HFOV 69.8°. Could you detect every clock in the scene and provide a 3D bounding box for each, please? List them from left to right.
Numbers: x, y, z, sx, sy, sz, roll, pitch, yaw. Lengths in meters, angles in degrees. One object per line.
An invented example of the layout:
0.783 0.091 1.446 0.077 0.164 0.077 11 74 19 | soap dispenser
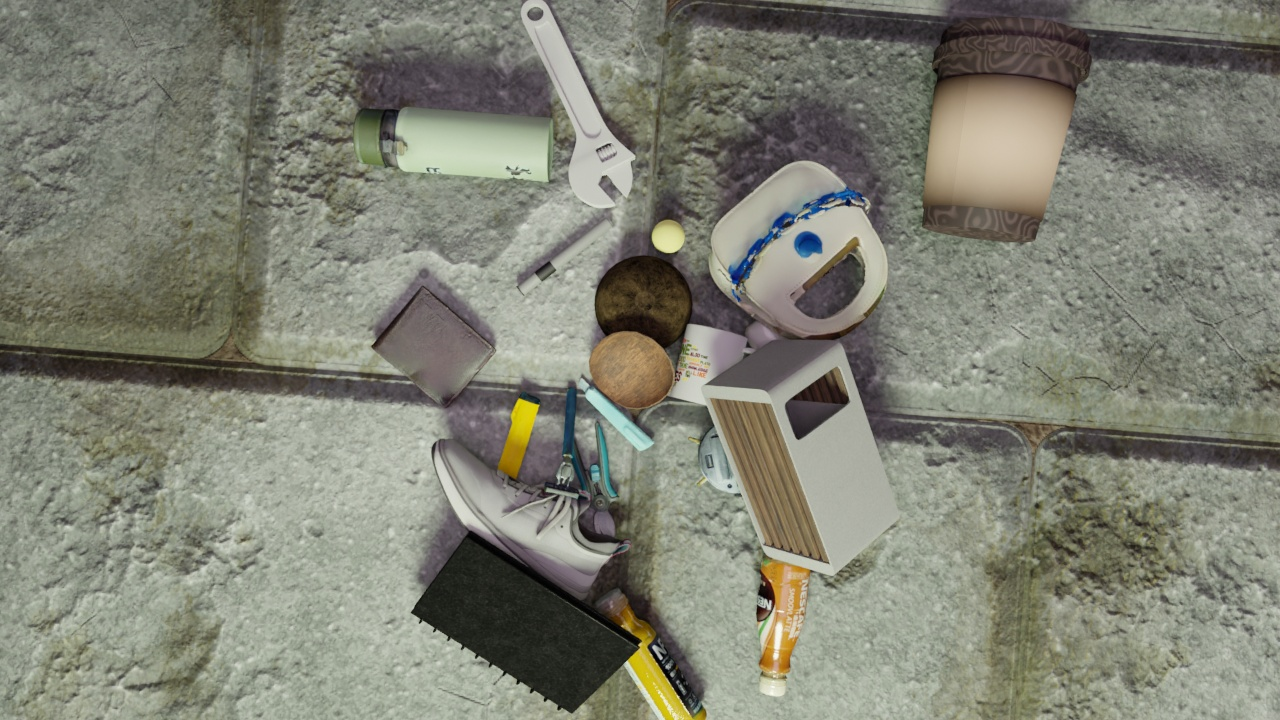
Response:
0.126 0.111 1.109 0.129 0.052 0.090 -10 89 -1 | clock

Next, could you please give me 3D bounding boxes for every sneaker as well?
-0.131 0.174 1.074 0.128 0.097 0.263 -42 98 -3 | sneaker

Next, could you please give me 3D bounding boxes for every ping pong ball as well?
0.034 -0.151 1.117 0.040 0.040 0.040 0 89 -2 | ping pong ball

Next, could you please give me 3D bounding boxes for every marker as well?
-0.093 -0.128 1.126 0.140 0.016 0.016 -38 90 -2 | marker

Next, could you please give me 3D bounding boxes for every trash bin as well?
0.181 0.105 1.032 0.114 0.115 0.229 -31 108 -29 | trash bin

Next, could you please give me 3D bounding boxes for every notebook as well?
-0.138 0.311 1.064 0.231 0.019 0.170 34 123 -6 | notebook

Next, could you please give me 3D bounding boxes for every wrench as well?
-0.088 -0.316 1.130 0.087 0.018 0.273 -27 88 0 | wrench

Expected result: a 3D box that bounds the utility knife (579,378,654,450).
-0.033 0.067 1.125 0.119 0.015 0.022 44 104 0 | utility knife

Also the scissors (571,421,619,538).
-0.052 0.145 1.121 0.132 0.019 0.148 34 88 0 | scissors

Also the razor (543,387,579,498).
-0.086 0.093 1.085 0.042 0.022 0.143 15 54 -18 | razor

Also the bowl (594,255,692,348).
0.004 -0.070 1.107 0.121 0.056 0.121 0 89 -1 | bowl

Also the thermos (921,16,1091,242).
0.414 -0.260 1.071 0.172 0.172 0.226 9 95 -1 | thermos

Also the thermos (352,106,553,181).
-0.222 -0.258 1.092 0.231 0.082 0.082 4 89 -2 | thermos

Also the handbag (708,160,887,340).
0.192 -0.119 1.070 0.200 0.093 0.199 -43 80 -11 | handbag

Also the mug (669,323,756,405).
0.095 0.012 1.094 0.105 0.073 0.089 14 89 15 | mug

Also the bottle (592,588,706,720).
0.009 0.361 1.102 0.053 0.053 0.186 -33 89 -2 | bottle

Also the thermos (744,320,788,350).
0.206 0.042 1.112 0.052 0.052 0.224 -35 90 -2 | thermos

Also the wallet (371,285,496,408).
-0.250 -0.015 1.116 0.120 0.031 0.099 40 91 -3 | wallet

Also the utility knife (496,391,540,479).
-0.165 0.138 1.119 0.030 0.018 0.206 18 90 3 | utility knife

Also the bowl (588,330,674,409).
-0.007 0.006 1.101 0.102 0.026 0.114 48 129 -9 | bowl

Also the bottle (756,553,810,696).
0.167 0.316 1.103 0.059 0.059 0.167 6 89 -1 | bottle
